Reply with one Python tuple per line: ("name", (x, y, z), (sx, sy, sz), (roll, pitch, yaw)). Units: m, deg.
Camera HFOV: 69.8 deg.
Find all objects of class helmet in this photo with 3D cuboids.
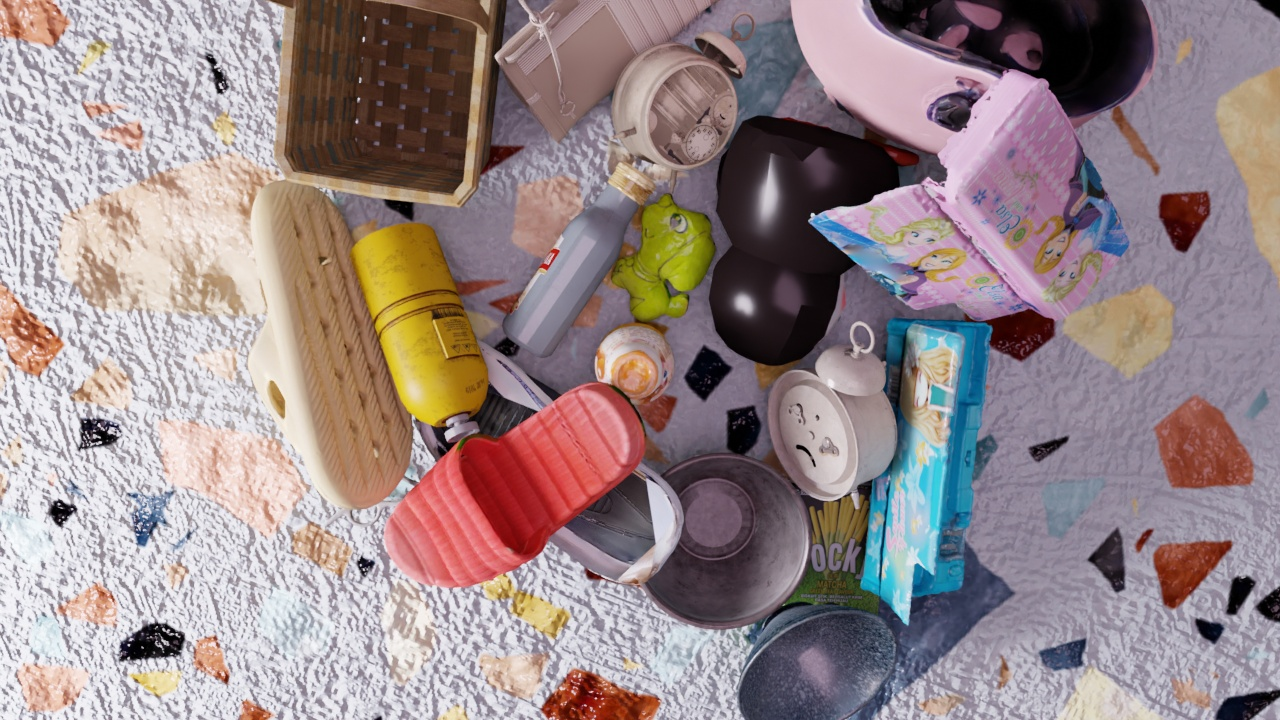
("helmet", (0.220, -0.240, 0.648), (0.255, 0.153, 0.229), (22, 61, -6))

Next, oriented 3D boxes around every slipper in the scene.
("slipper", (-0.078, 0.076, 0.738), (0.264, 0.063, 0.111), (32, 101, 19))
("slipper", (-0.256, -0.010, 0.724), (0.079, 0.111, 0.261), (-15, 90, 31))
("slipper", (-0.106, 0.103, 0.683), (0.249, 0.059, 0.103), (-33, 83, 24))

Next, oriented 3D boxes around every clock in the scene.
("clock", (0.042, -0.204, 0.697), (0.093, 0.054, 0.141), (35, 96, -38))
("clock", (0.156, 0.035, 0.704), (0.061, 0.103, 0.157), (-15, 134, -28))

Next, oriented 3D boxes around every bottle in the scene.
("bottle", (-0.047, -0.081, 0.722), (0.046, 0.072, 0.161), (34, 96, -11))
("bottle", (-0.163, -0.018, 0.704), (0.071, 0.071, 0.163), (-23, 78, 2))
("bottle", (-0.004, 0.004, 0.716), (0.063, 0.109, 0.063), (0, 96, -1))

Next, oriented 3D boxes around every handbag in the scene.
("handbag", (-0.034, -0.259, 0.632), (0.176, 0.198, 0.062), (-40, 79, 4))

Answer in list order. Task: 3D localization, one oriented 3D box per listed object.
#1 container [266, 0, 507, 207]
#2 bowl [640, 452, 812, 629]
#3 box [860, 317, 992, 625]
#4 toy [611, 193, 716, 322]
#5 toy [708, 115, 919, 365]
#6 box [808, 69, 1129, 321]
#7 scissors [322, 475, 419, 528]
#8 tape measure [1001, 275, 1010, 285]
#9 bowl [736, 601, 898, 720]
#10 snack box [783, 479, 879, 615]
("container", (-0.173, -0.238, 0.631), (0.157, 0.186, 0.250), (9, 100, 4))
("bowl", (0.063, 0.140, 0.757), (0.145, 0.067, 0.145), (0, 98, -1))
("box", (0.217, 0.082, 0.718), (0.085, 0.170, 0.227), (8, 98, 28))
("toy", (0.020, -0.081, 0.743), (0.093, 0.036, 0.094), (-27, 103, 6))
("toy", (0.107, -0.084, 0.692), (0.159, 0.139, 0.184), (27, 111, 32))
("box", (0.235, -0.079, 0.618), (0.161, 0.230, 0.062), (-35, 53, 24))
("scissors", (-0.181, 0.121, 0.776), (0.161, 0.014, 0.117), (28, 87, -3))
("tape measure", (0.315, -0.082, 0.733), (0.058, 0.058, 0.038), (-23, 99, 15))
("bowl", (0.132, 0.234, 0.740), (0.137, 0.057, 0.137), (-8, 121, -13))
("snack box", (0.163, 0.177, 0.784), (0.080, 0.025, 0.147), (2, 98, -1))
